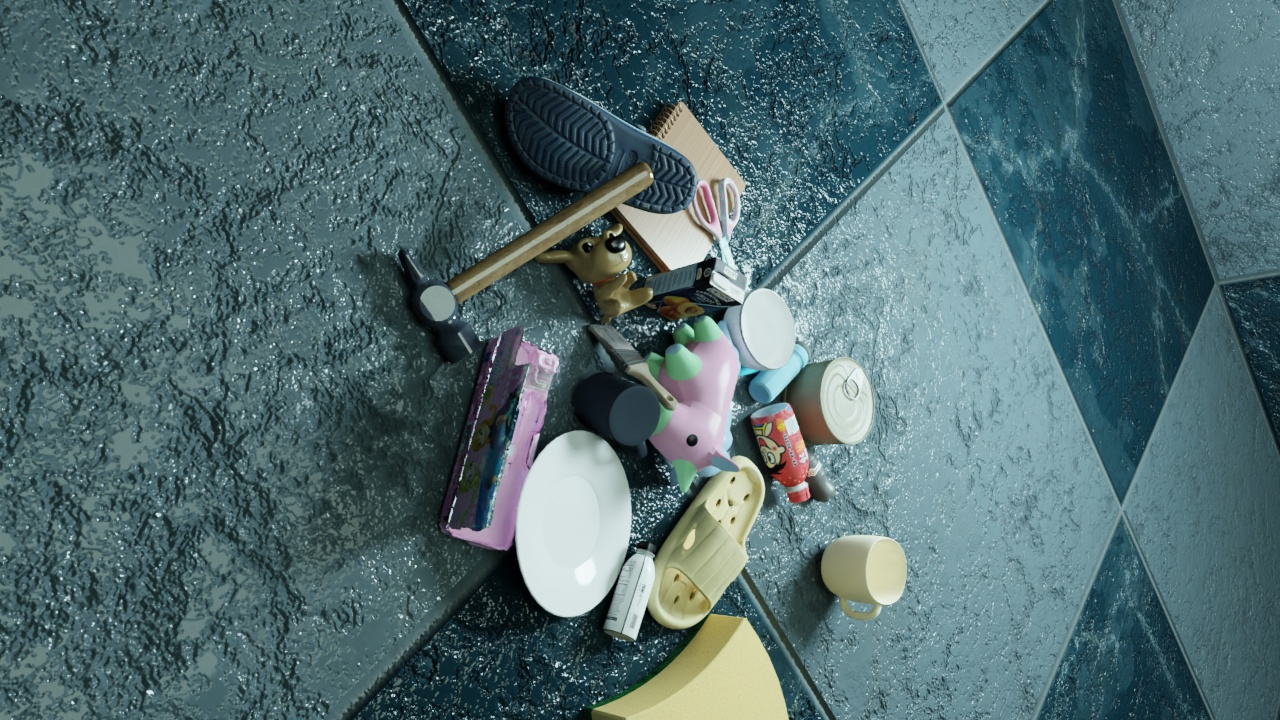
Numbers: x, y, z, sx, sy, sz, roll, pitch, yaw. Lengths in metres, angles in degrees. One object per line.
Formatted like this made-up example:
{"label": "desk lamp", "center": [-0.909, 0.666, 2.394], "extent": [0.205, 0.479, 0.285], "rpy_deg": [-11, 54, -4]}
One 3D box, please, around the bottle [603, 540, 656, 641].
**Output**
{"label": "bottle", "center": [-0.008, 0.272, 1.095], "extent": [0.041, 0.041, 0.115], "rpy_deg": [35, 62, -31]}

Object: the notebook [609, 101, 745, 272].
{"label": "notebook", "center": [0.050, -0.228, 1.238], "extent": [0.169, 0.022, 0.209], "rpy_deg": [46, 56, -26]}

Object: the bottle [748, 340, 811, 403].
{"label": "bottle", "center": [0.205, 0.013, 1.320], "extent": [0.129, 0.040, 0.040], "rpy_deg": [-41, 109, -37]}

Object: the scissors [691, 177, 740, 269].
{"label": "scissors", "center": [0.125, -0.170, 1.274], "extent": [0.105, 0.016, 0.179], "rpy_deg": [-28, 103, -41]}

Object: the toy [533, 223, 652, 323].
{"label": "toy", "center": [-0.043, -0.104, 1.094], "extent": [0.133, 0.106, 0.108], "rpy_deg": [-27, 90, -36]}

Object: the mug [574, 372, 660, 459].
{"label": "mug", "center": [-0.022, 0.070, 1.083], "extent": [0.071, 0.077, 0.105], "rpy_deg": [-32, 117, -25]}

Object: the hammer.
{"label": "hammer", "center": [-0.112, -0.136, 1.019], "extent": [0.321, 0.040, 0.129], "rpy_deg": [-36, 105, -21]}

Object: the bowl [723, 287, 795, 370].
{"label": "bowl", "center": [0.156, -0.039, 1.270], "extent": [0.113, 0.063, 0.113], "rpy_deg": [9, 75, -39]}

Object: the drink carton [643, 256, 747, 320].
{"label": "drink carton", "center": [0.068, -0.089, 1.158], "extent": [0.064, 0.130, 0.040], "rpy_deg": [27, 65, -35]}

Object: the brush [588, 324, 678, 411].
{"label": "brush", "center": [-0.006, 0.006, 1.101], "extent": [0.038, 0.012, 0.151], "rpy_deg": [-11, 50, -47]}

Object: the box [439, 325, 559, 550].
{"label": "box", "center": [-0.131, 0.082, 0.976], "extent": [0.086, 0.106, 0.230], "rpy_deg": [26, 67, -35]}

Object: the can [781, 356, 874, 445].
{"label": "can", "center": [0.277, 0.062, 1.352], "extent": [0.127, 0.073, 0.127], "rpy_deg": [8, 78, -40]}

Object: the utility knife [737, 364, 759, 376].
{"label": "utility knife", "center": [0.137, 0.014, 1.280], "extent": [0.124, 0.015, 0.022], "rpy_deg": [-6, 88, -44]}

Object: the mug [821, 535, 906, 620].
{"label": "mug", "center": [0.314, 0.313, 1.327], "extent": [0.096, 0.100, 0.120], "rpy_deg": [18, 73, -35]}

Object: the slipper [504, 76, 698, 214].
{"label": "slipper", "center": [-0.051, -0.251, 1.112], "extent": [0.252, 0.095, 0.105], "rpy_deg": [24, 106, -17]}

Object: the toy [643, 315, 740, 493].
{"label": "toy", "center": [0.078, 0.049, 1.166], "extent": [0.221, 0.120, 0.171], "rpy_deg": [-44, 106, -41]}

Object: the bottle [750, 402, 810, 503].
{"label": "bottle", "center": [0.202, 0.132, 1.285], "extent": [0.061, 0.062, 0.137], "rpy_deg": [-26, 99, -40]}

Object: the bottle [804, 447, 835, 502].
{"label": "bottle", "center": [0.246, 0.158, 1.335], "extent": [0.036, 0.036, 0.110], "rpy_deg": [-47, 113, -35]}

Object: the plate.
{"label": "plate", "center": [-0.076, 0.185, 1.046], "extent": [0.208, 0.015, 0.208], "rpy_deg": [4, 85, -55]}

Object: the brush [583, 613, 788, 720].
{"label": "brush", "center": [0.065, 0.449, 1.106], "extent": [0.249, 0.075, 0.195], "rpy_deg": [-26, 100, -40]}

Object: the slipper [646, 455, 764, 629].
{"label": "slipper", "center": [0.105, 0.232, 1.176], "extent": [0.111, 0.079, 0.260], "rpy_deg": [53, 53, -25]}
